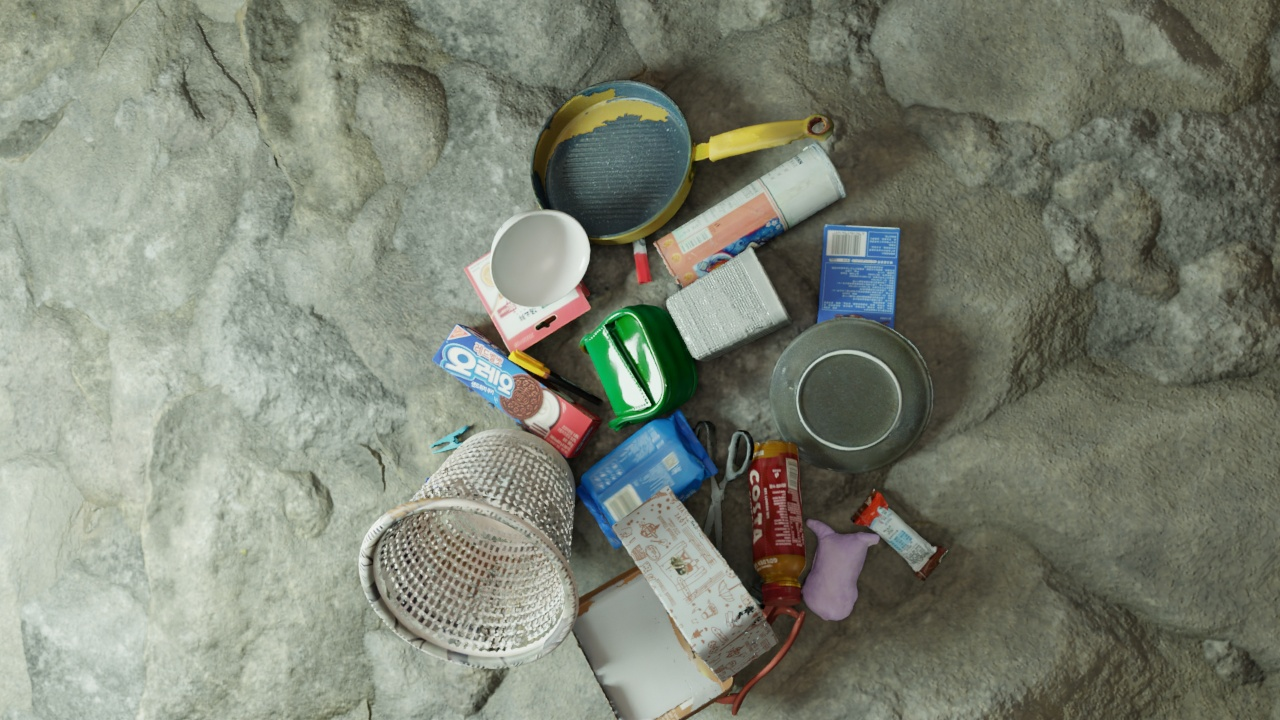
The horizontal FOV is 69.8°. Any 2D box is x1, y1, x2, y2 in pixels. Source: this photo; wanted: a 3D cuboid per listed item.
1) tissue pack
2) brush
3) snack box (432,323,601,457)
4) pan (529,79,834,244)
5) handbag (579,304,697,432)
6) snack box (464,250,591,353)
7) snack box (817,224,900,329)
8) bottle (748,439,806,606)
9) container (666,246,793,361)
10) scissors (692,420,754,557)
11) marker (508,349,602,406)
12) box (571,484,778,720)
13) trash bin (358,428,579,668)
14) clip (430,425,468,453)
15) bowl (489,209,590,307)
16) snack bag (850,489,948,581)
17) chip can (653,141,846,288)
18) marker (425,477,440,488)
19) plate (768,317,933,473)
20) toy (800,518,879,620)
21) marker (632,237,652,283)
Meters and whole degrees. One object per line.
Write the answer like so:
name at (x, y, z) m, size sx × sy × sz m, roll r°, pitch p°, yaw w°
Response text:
tissue pack at (0.007, 0.136, 1.053) m, size 0.157 × 0.052 × 0.095 m, roll -38°, pitch 66°, yaw 7°
brush at (0.121, 0.322, 1.022) m, size 0.069 × 0.063 × 0.146 m, roll 36°, pitch 95°, yaw 24°
snack box at (-0.148, 0.036, 1.092) m, size 0.207 × 0.057 × 0.058 m, roll 35°, pitch 93°, yaw 10°
pan at (0.039, -0.235, 1.035) m, size 0.358 × 0.078 × 0.197 m, roll 0°, pitch 78°, yaw 17°
handbag at (-0.006, 0.006, 1.053) m, size 0.120 × 0.067 × 0.131 m, roll -29°, pitch 78°, yaw 35°
snack box at (-0.130, -0.084, 1.102) m, size 0.113 × 0.044 × 0.127 m, roll -31°, pitch 81°, yaw 7°
snack box at (0.245, -0.073, 1.039) m, size 0.084 × 0.026 × 0.157 m, roll 4°, pitch 88°, yaw 11°
bottle at (0.149, 0.177, 1.001) m, size 0.057 × 0.057 × 0.174 m, roll -5°, pitch 65°, yaw 10°
container at (0.099, -0.057, 1.036) m, size 0.114 × 0.090 × 0.090 m, roll -28°, pitch 82°, yaw 11°
scissors at (0.088, 0.148, 1.043) m, size 0.171 × 0.014 × 0.159 m, roll -49°, pitch 53°, yaw 37°
marker at (-0.098, 0.021, 1.081) m, size 0.124 × 0.018 × 0.015 m, roll 30°, pitch 102°, yaw -15°
box at (0.012, 0.271, 0.971) m, size 0.192 × 0.157 × 0.183 m, roll -34°, pitch 53°, yaw -6°
trash bin at (-0.162, 0.185, 0.997) m, size 0.227 × 0.191 × 0.228 m, roll 4°, pitch 120°, yaw 7°
clip at (-0.232, 0.100, 1.126) m, size 0.057 × 0.015 × 0.049 m, roll -23°, pitch 85°, yaw 7°
bowl at (-0.124, -0.127, 1.040) m, size 0.118 × 0.118 × 0.064 m, roll -46°, pitch 42°, yaw 5°
snack bag at (0.286, 0.194, 1.017) m, size 0.104 × 0.026 × 0.048 m, roll 38°, pitch 101°, yaw 10°
chip can at (0.123, -0.161, 1.045) m, size 0.215 × 0.071 × 0.071 m, roll -30°, pitch 82°, yaw 8°
marker at (-0.191, 0.138, 1.115) m, size 0.146 × 0.017 × 0.017 m, roll -12°, pitch 85°, yaw 10°
plate at (0.232, 0.042, 1.018) m, size 0.179 × 0.024 × 0.179 m, roll 3°, pitch 101°, yaw 14°
toy at (0.214, 0.236, 1.023) m, size 0.084 × 0.039 × 0.108 m, roll 13°, pitch 93°, yaw 28°
marker at (-0.006, -0.164, 1.097) m, size 0.017 × 0.017 × 0.145 m, roll -10°, pitch 85°, yaw 10°
